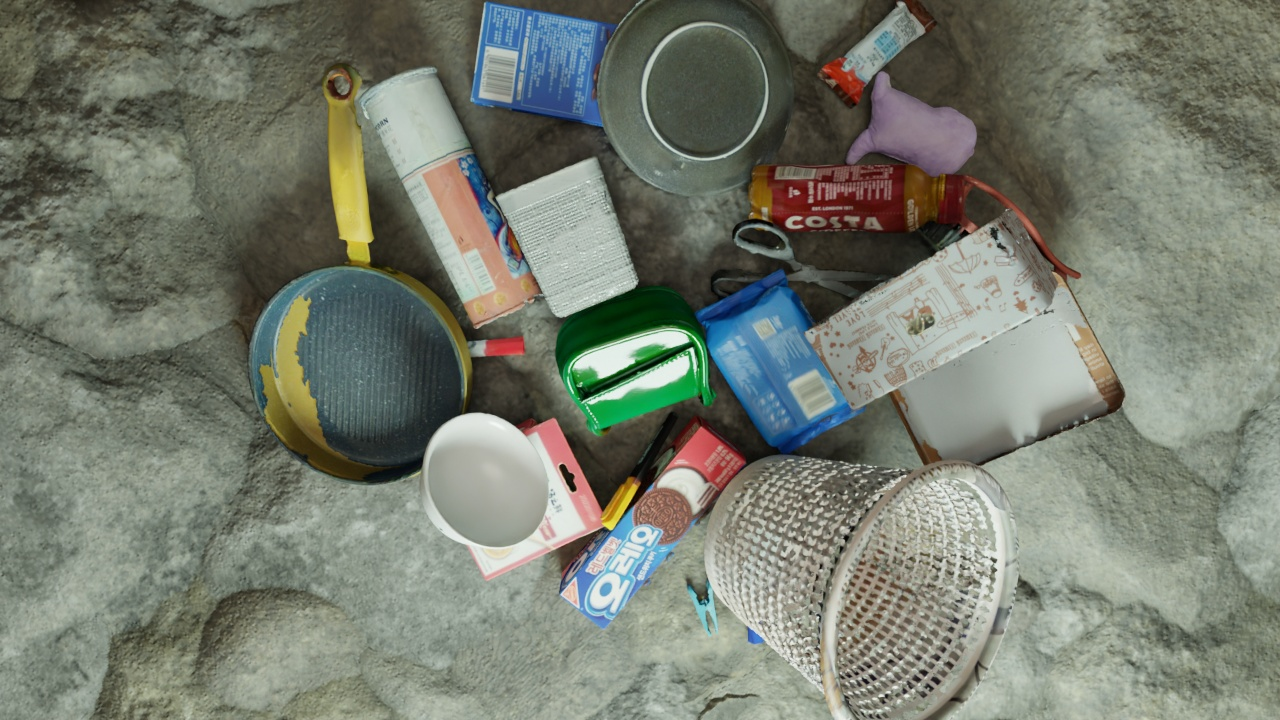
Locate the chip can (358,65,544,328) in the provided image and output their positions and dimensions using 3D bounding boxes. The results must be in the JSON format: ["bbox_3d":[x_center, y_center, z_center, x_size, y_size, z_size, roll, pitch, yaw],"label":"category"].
[{"bbox_3d":[-0.160,-0.137,0.789,0.071,0.071,0.215,-25,99,2],"label":"chip can"}]

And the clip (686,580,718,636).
[{"bbox_3d":[0.063,0.239,0.884,0.049,0.015,0.057,-18,98,-1],"label":"clip"}]

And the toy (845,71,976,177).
[{"bbox_3d":[0.243,-0.197,0.809,0.108,0.038,0.084,17,115,-8],"label":"toy"}]

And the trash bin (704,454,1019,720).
[{"bbox_3d":[0.167,0.172,0.766,0.227,0.192,0.227,-7,103,-34],"label":"trash bin"}]

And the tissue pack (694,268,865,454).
[{"bbox_3d":[0.124,0.002,0.823,0.095,0.052,0.157,-30,99,18],"label":"tissue pack"}]

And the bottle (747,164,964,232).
[{"bbox_3d":[0.182,-0.138,0.779,0.175,0.057,0.057,4,99,18],"label":"bottle"}]

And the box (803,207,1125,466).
[{"bbox_3d":[0.268,0.006,0.754,0.184,0.156,0.193,-32,85,31],"label":"box"}]

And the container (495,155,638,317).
[{"bbox_3d":[-0.058,-0.106,0.790,0.090,0.090,0.114,-22,102,2],"label":"container"}]

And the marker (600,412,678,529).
[{"bbox_3d":[0.000,0.098,0.836,0.015,0.018,0.123,39,70,-15],"label":"marker"}]

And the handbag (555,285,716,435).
[{"bbox_3d":[-0.005,0.005,0.809,0.131,0.068,0.120,-17,126,3],"label":"handbag"}]

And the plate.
[{"bbox_3d":[0.053,-0.230,0.786,0.179,0.024,0.179,-3,104,-14],"label":"plate"}]

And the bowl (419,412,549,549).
[{"bbox_3d":[-0.144,0.111,0.780,0.118,0.118,0.065,49,132,-8],"label":"bowl"}]

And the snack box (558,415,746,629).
[{"bbox_3d":[0.009,0.149,0.847,0.058,0.057,0.207,39,95,-7],"label":"snack box"}]

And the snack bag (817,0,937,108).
[{"bbox_3d":[0.207,-0.272,0.802,0.048,0.026,0.104,42,95,-14],"label":"snack bag"}]

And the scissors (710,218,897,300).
[{"bbox_3d":[0.144,-0.078,0.816,0.160,0.014,0.170,-19,134,23],"label":"scissors"}]

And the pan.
[{"bbox_3d":[-0.238,-0.060,0.769,0.198,0.078,0.358,8,106,6],"label":"pan"}]

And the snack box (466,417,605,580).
[{"bbox_3d":[-0.110,0.122,0.845,0.127,0.044,0.113,-25,98,3],"label":"snack box"}]

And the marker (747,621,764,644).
[{"bbox_3d":[0.105,0.200,0.878,0.017,0.017,0.146,-6,99,-1],"label":"marker"}]

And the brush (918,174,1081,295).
[{"bbox_3d":[0.321,-0.098,0.814,0.146,0.063,0.069,39,109,-8],"label":"brush"}]

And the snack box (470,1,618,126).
[{"bbox_3d":[-0.063,-0.252,0.796,0.157,0.026,0.084,9,99,-4],"label":"snack box"}]

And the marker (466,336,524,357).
[{"bbox_3d":[-0.178,-0.008,0.836,0.145,0.017,0.017,-4,99,-1],"label":"marker"}]
